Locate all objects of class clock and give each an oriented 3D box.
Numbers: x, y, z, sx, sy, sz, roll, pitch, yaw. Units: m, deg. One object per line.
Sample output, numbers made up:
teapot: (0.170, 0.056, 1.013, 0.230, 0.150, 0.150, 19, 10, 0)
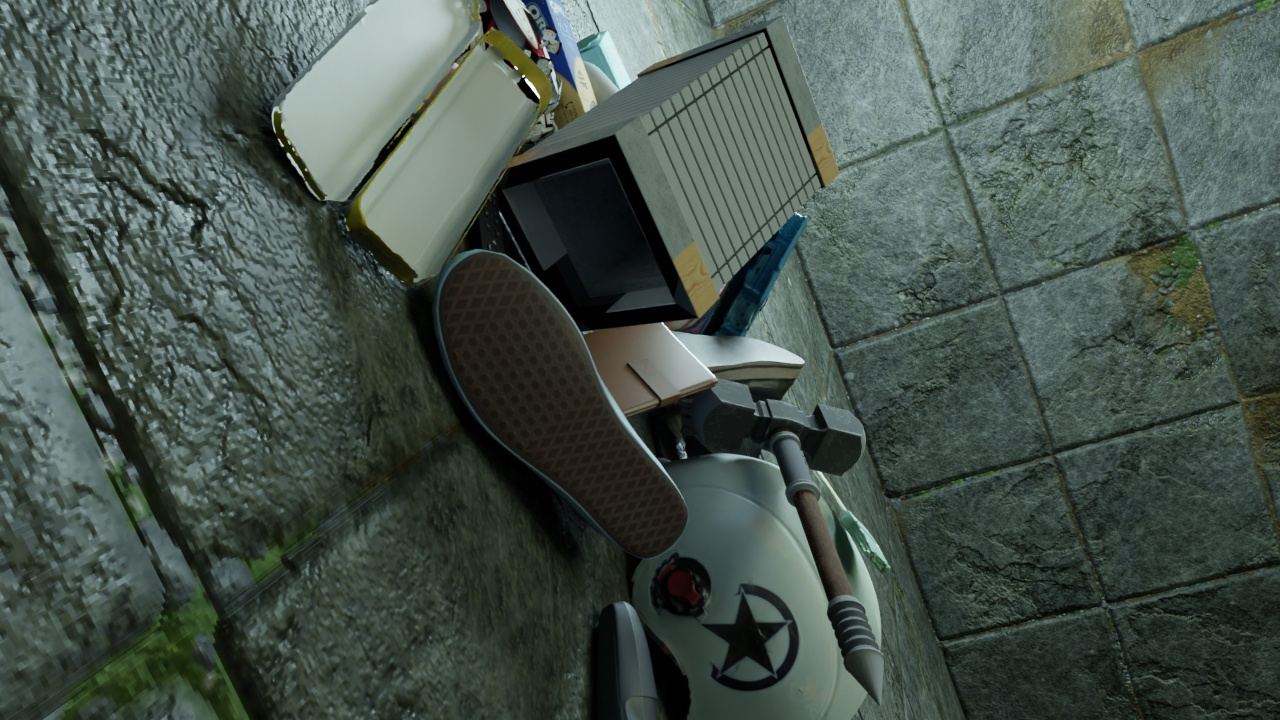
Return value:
clock: (-0.099, -0.241, 0.762, 0.155, 0.065, 0.114, 58, 21, -34)

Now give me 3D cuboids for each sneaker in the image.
sneaker: (-0.063, 0.030, 0.606, 0.241, 0.083, 0.098, 55, -13, -25)
sneaker: (0.046, 0.039, 0.851, 0.234, 0.095, 0.120, 1, 112, -46)

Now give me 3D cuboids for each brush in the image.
brush: (0.162, 0.109, 0.795, 0.033, 0.012, 0.217, 47, 9, -26)

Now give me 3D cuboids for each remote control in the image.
remote control: (0.042, 0.099, 0.928, 0.124, 0.009, 0.046, 45, 31, -56)
remote control: (-0.109, -0.085, 0.644, 0.032, 0.015, 0.136, 38, 38, -61)

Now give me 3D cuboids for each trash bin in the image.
trash bin: (0.028, -0.153, 0.750, 0.246, 0.143, 0.142, -45, 119, -39)

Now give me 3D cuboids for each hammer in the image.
hammer: (0.125, 0.118, 0.658, 0.321, 0.156, 0.043, -97, -156, -63)

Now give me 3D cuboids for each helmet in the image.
helmet: (0.108, 0.190, 0.774, 0.236, 0.164, 0.263, 24, 47, -69)

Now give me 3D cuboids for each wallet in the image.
wallet: (-0.004, 0.004, 0.729, 0.120, 0.013, 0.087, -17, 54, -44)

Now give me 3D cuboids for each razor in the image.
razor: (-0.006, 0.224, 0.590, 0.052, 0.047, 0.142, 24, 41, -34)

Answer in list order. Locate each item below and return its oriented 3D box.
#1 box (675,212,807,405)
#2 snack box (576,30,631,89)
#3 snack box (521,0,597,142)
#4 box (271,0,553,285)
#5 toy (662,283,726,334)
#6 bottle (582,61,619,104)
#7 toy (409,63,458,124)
box: (0.098, -0.053, 0.963, 0.048, 0.231, 0.093, 29, 5, 3)
snack box: (-0.028, -0.283, 1.055, 0.074, 0.053, 0.175, -81, 148, -59)
snack box: (-0.073, -0.240, 0.854, 0.056, 0.057, 0.206, -14, 85, -74)
box: (-0.125, -0.152, 0.543, 0.130, 0.039, 0.209, 54, 41, -34)
toy: (0.048, -0.077, 0.976, 0.142, 0.084, 0.213, -66, 161, 9)
bottle: (-0.040, -0.248, 0.903, 0.195, 0.052, 0.052, 51, 13, 12)
toy: (-0.128, -0.171, 0.620, 0.093, 0.050, 0.102, 49, 24, -38)
